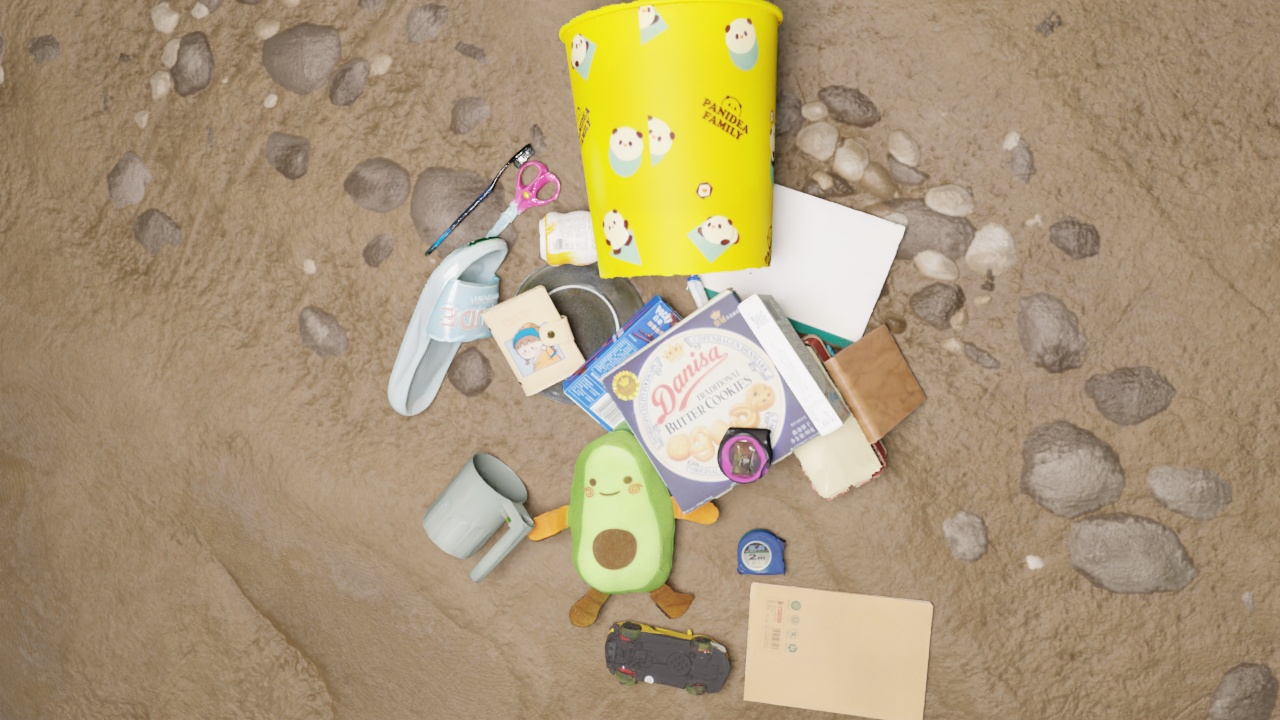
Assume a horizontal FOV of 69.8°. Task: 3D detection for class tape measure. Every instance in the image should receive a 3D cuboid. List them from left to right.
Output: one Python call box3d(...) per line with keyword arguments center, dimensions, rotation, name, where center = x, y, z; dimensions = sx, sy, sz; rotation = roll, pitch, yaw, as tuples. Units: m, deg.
box3d(center=(0.108, 0.098, 0.947), dimensions=(0.057, 0.039, 0.058), rotation=(4, 99, 16), name="tape measure")
box3d(center=(0.141, 0.224, 1.073), dimensions=(0.058, 0.025, 0.054), rotation=(-2, 92, 7), name="tape measure")

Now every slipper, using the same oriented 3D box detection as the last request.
box3d(center=(-0.221, -0.034, 1.083), dimensions=(0.074, 0.104, 0.246), rotation=(32, 105, 14), name="slipper")

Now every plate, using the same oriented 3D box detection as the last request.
box3d(center=(-0.078, -0.034, 1.095), dimensions=(0.179, 0.024, 0.179), rotation=(1, 95, 10), name="plate")

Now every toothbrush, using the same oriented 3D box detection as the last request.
box3d(center=(-0.196, -0.191, 1.110), dimensions=(0.190, 0.014, 0.016), rotation=(-44, 110, 12), name="toothbrush")

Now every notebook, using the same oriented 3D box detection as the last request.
box3d(center=(0.173, -0.115, 1.045), dimensions=(0.209, 0.012, 0.150), rotation=(21, 100, 9), name="notebook")
box3d(center=(0.229, 0.342, 1.075), dimensions=(0.208, 0.008, 0.148), rotation=(4, 96, 11), name="notebook")

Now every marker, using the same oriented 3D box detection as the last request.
box3d(center=(0.087, -0.030, 1.062), dimensions=(0.017, 0.017, 0.146), rotation=(-22, 94, 12), name="marker")

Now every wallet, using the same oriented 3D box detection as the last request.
box3d(center=(-0.120, -0.024, 1.066), dimensions=(0.087, 0.024, 0.115), rotation=(-23, 108, 9), name="wallet")
box3d(center=(0.258, 0.023, 0.999), dimensions=(0.020, 0.115, 0.101), rotation=(-30, 90, 52), name="wallet")

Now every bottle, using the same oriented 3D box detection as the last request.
box3d(center=(-0.062, -0.142, 1.063), dimensions=(0.108, 0.063, 0.063), rotation=(-3, 94, -3), name="bottle")

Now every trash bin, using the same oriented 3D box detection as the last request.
box3d(center=(0.038, -0.219, 0.958), dimensions=(0.230, 0.229, 0.255), rotation=(-2, 98, 11), name="trash bin")

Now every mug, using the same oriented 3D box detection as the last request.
box3d(center=(-0.190, 0.188, 1.094), dimensions=(0.103, 0.083, 0.124), rotation=(-47, 54, 13), name="mug")

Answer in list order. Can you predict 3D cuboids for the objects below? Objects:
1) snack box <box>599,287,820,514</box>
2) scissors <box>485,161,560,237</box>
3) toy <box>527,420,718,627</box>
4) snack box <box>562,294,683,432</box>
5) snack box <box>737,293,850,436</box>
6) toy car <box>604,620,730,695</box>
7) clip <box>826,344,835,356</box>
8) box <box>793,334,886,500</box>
box3d(center=(0.076, 0.046, 0.996), dimensions=(0.178, 0.045, 0.182), rotation=(-35, 86, 18), name="snack box")
box3d(center=(-0.154, -0.180, 1.102), dimensions=(0.057, 0.017, 0.133), rotation=(45, 105, -6), name="scissors")
box3d(center=(-0.022, 0.195, 1.070), dimensions=(0.227, 0.090, 0.247), rotation=(-6, 97, 2), name="toy")
box3d(center=(-0.006, 0.006, 1.066), dimensions=(0.157, 0.026, 0.084), rotation=(-43, 113, 11), name="snack box")
box3d(center=(0.160, 0.002, 0.945), dimensions=(0.027, 0.084, 0.156), rotation=(-34, 82, 17), name="snack box")
box3d(center=(0.031, 0.356, 1.096), dimensions=(0.156, 0.041, 0.071), rotation=(6, 96, 12), name="toy car")
box3d(center=(0.223, 0.008, 1.045), dimensions=(0.043, 0.014, 0.056), rotation=(-33, 90, 13), name="clip")
box3d(center=(0.195, 0.065, 1.016), dimensions=(0.091, 0.076, 0.168), rotation=(-31, 89, 21), name="box")
